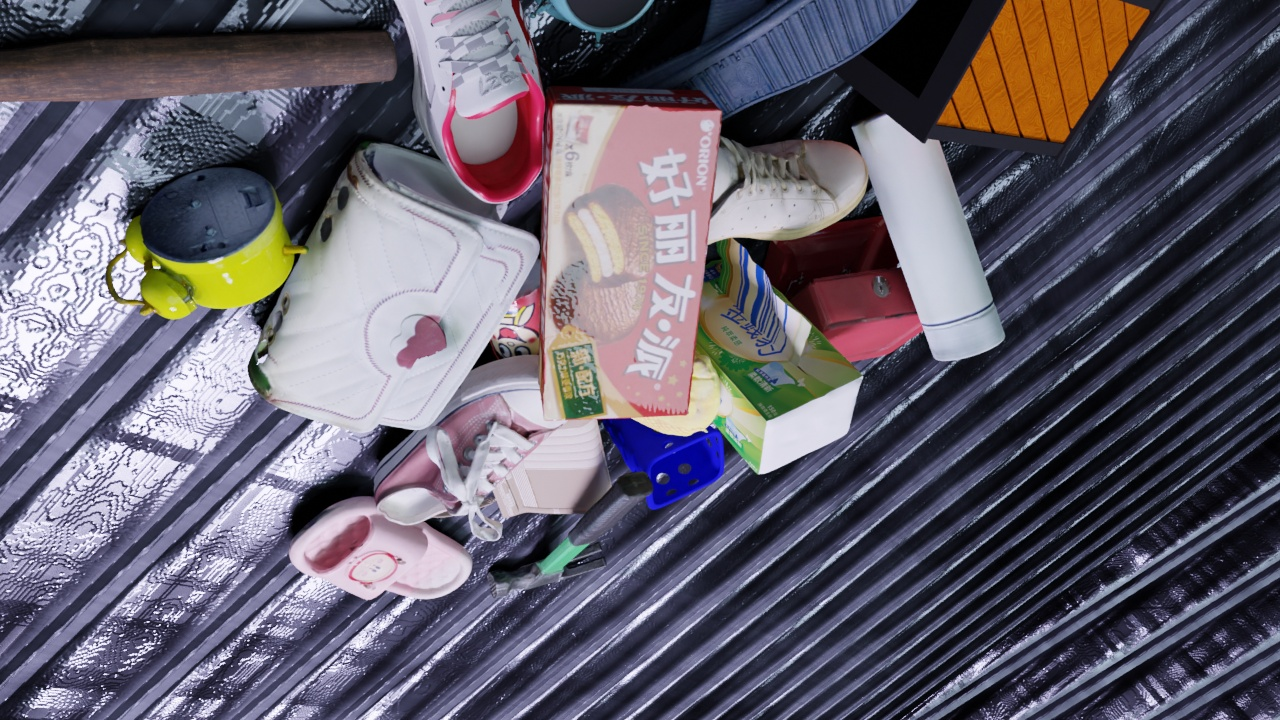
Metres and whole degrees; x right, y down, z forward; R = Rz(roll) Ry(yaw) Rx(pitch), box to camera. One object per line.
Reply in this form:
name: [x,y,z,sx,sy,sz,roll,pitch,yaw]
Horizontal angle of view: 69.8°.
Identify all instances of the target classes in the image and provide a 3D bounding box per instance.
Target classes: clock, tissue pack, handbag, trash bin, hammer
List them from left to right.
hammer: [-0.280,-0.191,0.486,0.300,0.037,0.218,-13,137,-26]
clock: [-0.277,-0.072,0.577,0.119,0.083,0.057,-24,148,-16]
handbag: [-0.179,-0.046,0.663,0.141,0.096,0.199,11,126,-41]
handbag: [-0.134,0.109,0.901,0.198,0.062,0.176,-17,142,-7]
hammer: [-0.061,0.183,0.952,0.130,0.032,0.320,-7,156,-26]
clock: [-0.021,-0.265,0.576,0.090,0.053,0.124,8,123,-41]
tissue pack: [0.097,-0.024,0.798,0.120,0.197,0.142,-28,142,-24]
trash bin: [0.269,-0.259,0.716,0.171,0.139,0.140,-3,133,-33]

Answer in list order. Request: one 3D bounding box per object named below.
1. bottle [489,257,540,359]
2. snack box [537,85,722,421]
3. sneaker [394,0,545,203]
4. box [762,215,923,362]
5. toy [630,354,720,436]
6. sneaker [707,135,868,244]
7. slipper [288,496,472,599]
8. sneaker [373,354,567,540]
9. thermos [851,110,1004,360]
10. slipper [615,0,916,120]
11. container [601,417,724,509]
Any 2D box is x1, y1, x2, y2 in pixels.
bottle: [-0.096,-0.022,0.773,0.062,0.062,0.138,-23,140,-13]
snack box: [-0.014,-0.071,0.659,0.113,0.060,0.237,-1,118,-11]
sneaker: [-0.101,-0.197,0.549,0.090,0.104,0.237,-20,140,-17]
box: [0.204,-0.049,0.911,0.157,0.127,0.137,-13,142,-25]
toy: [-0.005,0.005,0.801,0.064,0.170,0.155,-45,177,-33]
sneaker: [0.072,-0.143,0.727,0.241,0.089,0.102,-18,157,-10]
slipper: [-0.250,0.197,0.903,0.107,0.055,0.221,-38,143,9]
sneaker: [-0.144,0.085,0.779,0.242,0.087,0.118,-37,130,26]
thermos: [0.257,-0.114,0.816,0.068,0.068,0.230,-25,101,-11]
slipper: [0.079,-0.242,0.659,0.264,0.082,0.101,-26,159,20]
container: [0.018,0.069,0.908,0.084,0.113,0.085,-23,141,-14]
